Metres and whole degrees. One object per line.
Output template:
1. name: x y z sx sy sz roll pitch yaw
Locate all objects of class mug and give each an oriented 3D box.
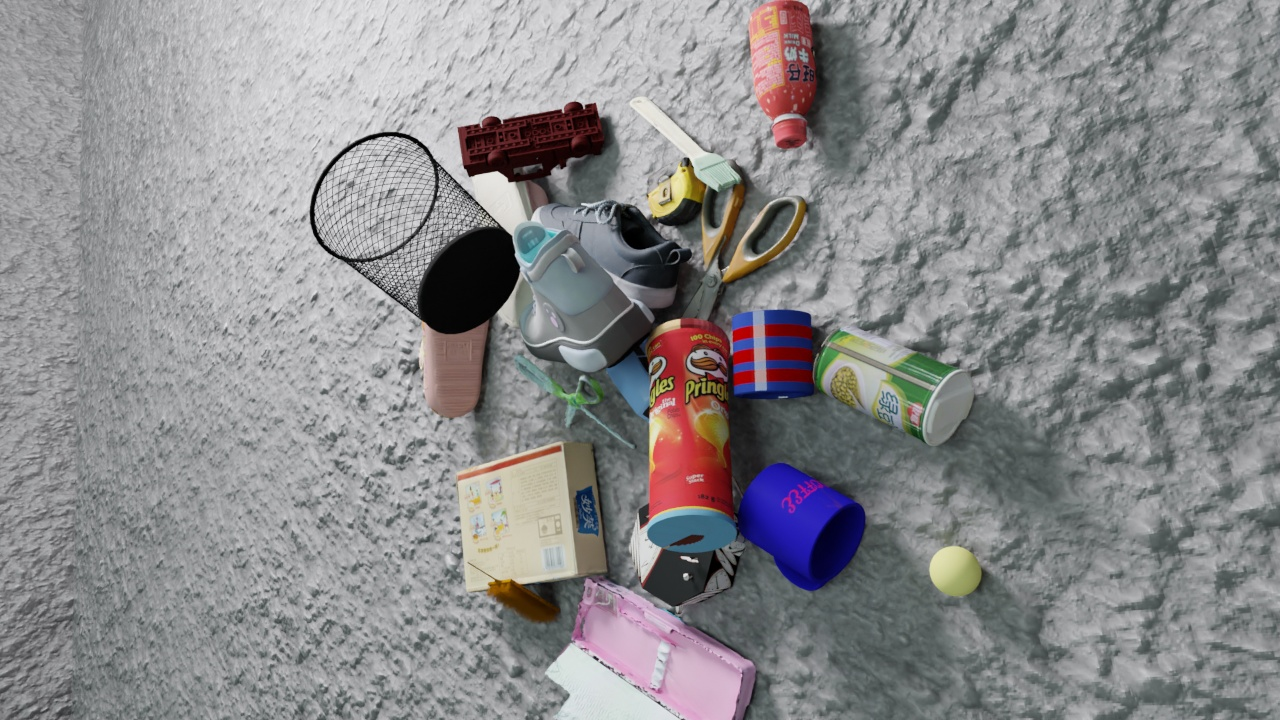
1. mug: 0.119 -0.002 0.888 0.112 0.075 0.076 159 111 -68
2. mug: 0.146 0.160 0.839 0.083 0.079 0.111 28 132 42

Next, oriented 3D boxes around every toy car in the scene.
1. toy car: -0.131 -0.262 1.117 0.170 0.062 0.070 -11 70 -2
2. toy car: -0.006 0.006 1.007 0.056 0.054 0.153 -52 54 26

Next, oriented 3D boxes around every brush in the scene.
1. brush: 0.042 -0.242 0.999 0.217 0.033 0.012 54 162 42
2. brush: -0.154 0.273 1.071 0.049 0.126 0.017 -19 41 40

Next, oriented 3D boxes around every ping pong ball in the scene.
1. ping pong ball: 0.257 0.172 0.749 0.040 0.040 0.040 -7 80 43

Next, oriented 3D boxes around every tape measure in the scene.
1. tape measure: 0.037 -0.182 1.002 0.066 0.037 0.064 -18 72 40

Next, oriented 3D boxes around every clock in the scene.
1. clock: 0.049 0.175 0.928 0.114 0.065 0.155 48 118 36

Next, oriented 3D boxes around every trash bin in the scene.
1. trash bin: -0.266 -0.148 1.119 0.210 0.183 0.184 39 112 29

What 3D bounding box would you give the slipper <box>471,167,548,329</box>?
1. slipper: -0.160 -0.170 1.174 0.114 0.054 0.274 -24 72 39

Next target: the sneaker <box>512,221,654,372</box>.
1. sneaker: -0.097 -0.078 0.979 0.093 0.160 0.257 -43 24 -16

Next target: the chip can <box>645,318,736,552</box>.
1. chip can: 0.047 0.069 0.881 0.087 0.087 0.213 -31 44 37

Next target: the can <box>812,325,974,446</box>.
1. can: 0.216 0.020 0.788 0.121 0.067 0.067 28 104 42

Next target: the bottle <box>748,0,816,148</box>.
1. bottle: 0.142 -0.277 0.900 0.062 0.061 0.137 -12 78 42

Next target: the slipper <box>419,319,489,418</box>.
1. slipper: -0.261 -0.022 1.233 0.082 0.093 0.197 -3 84 54

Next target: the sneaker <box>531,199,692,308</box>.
1. sneaker: -0.038 -0.140 1.029 0.236 0.089 0.087 34 121 34

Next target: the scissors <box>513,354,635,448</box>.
1. scissors: -0.074 0.045 1.035 0.173 0.021 0.172 34 153 2

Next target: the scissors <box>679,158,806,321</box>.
1. scissors: 0.079 -0.106 0.968 0.226 0.016 0.175 -51 54 27

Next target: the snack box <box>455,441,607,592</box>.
1. snack box: -0.136 0.192 1.107 0.208 0.055 0.153 -20 72 40

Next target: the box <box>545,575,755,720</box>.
1. box: 0.002 0.338 0.957 0.231 0.061 0.160 19 78 43
